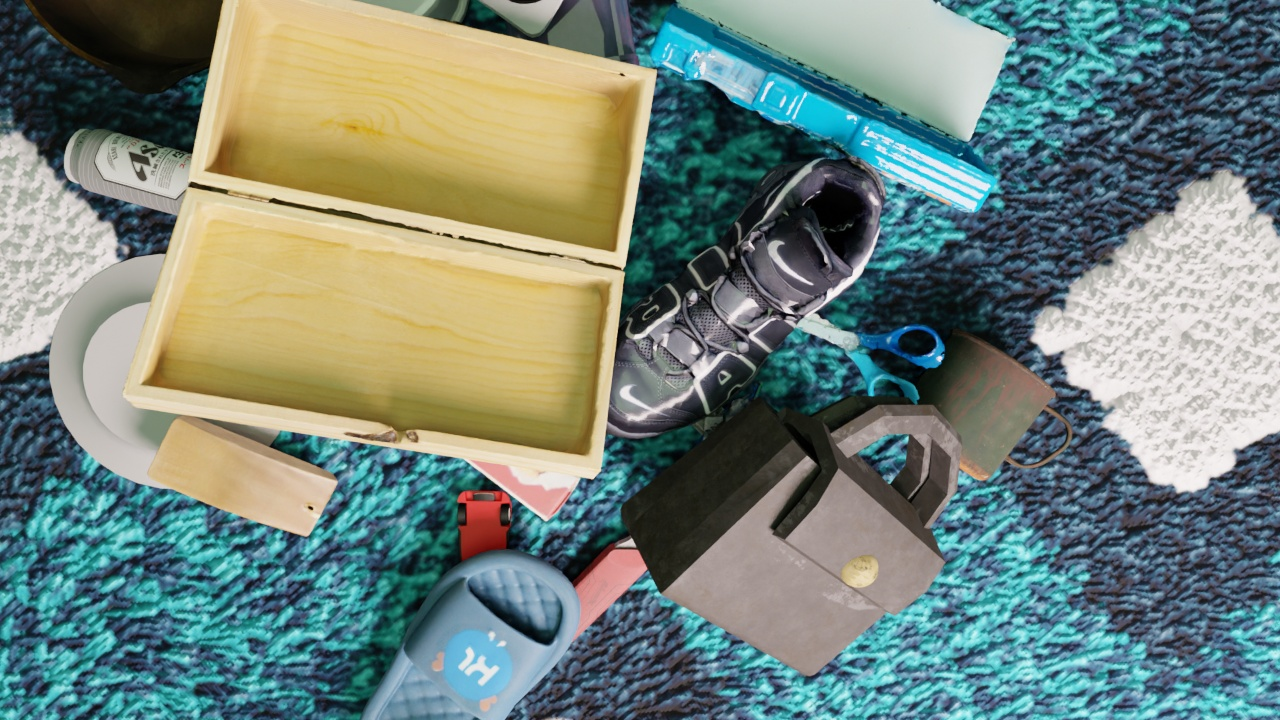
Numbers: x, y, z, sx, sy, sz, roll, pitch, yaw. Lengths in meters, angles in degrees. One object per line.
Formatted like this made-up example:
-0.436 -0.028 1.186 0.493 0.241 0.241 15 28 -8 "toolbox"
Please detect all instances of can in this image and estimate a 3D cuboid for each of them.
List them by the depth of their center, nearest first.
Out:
-0.332 -0.126 0.632 0.106 0.044 0.044 15 96 -5 "can"

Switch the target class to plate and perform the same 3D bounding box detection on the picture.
-0.342 0.011 0.661 0.173 0.019 0.173 0 97 -4 "plate"

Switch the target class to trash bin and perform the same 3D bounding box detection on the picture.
-0.054 -0.253 0.609 0.094 0.092 0.161 -10 99 -2 "trash bin"

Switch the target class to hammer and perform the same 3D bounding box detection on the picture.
-0.025 0.167 0.696 0.126 0.036 0.316 44 93 -10 "hammer"

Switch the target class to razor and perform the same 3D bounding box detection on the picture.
0.040 0.072 0.641 0.018 0.043 0.141 35 110 2 "razor"

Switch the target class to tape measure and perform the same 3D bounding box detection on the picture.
-0.074 -0.239 0.558 0.064 0.016 0.065 33 98 -11 "tape measure"

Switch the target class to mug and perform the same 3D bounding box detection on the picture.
0.250 0.041 0.664 0.111 0.085 0.081 36 95 17 "mug"

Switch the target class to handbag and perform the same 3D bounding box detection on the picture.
0.130 0.108 0.615 0.199 0.102 0.197 -45 129 10 "handbag"

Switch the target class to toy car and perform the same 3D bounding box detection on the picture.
-0.117 0.141 0.689 0.038 0.025 0.089 1 95 -1 "toy car"

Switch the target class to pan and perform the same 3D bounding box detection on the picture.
-0.359 -0.298 0.592 0.356 0.043 0.249 6 97 10 "pan"

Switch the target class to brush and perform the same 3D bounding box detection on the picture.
-0.281 0.080 0.653 0.117 0.039 0.049 27 98 -23 "brush"

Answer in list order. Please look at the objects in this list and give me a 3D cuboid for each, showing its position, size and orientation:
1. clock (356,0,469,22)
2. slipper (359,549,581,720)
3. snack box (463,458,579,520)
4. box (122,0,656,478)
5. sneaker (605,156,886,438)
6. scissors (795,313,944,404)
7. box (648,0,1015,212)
-0.174 -0.281 0.618 0.120 0.061 0.159 -8 93 1 "clock"
-0.132 0.223 0.656 0.104 0.059 0.214 40 100 3 "slipper"
-0.165 0.015 0.644 0.273 0.077 0.044 38 83 -8 "snack box"
-0.129 -0.075 0.525 0.247 0.076 0.256 10 72 -9 "box"
0.073 -0.042 0.597 0.097 0.151 0.252 44 79 -5 "sneaker"
0.154 -0.019 0.670 0.134 0.016 0.073 34 101 22 "scissors"
0.134 -0.204 0.651 0.243 0.075 0.166 24 60 -6 "box"
